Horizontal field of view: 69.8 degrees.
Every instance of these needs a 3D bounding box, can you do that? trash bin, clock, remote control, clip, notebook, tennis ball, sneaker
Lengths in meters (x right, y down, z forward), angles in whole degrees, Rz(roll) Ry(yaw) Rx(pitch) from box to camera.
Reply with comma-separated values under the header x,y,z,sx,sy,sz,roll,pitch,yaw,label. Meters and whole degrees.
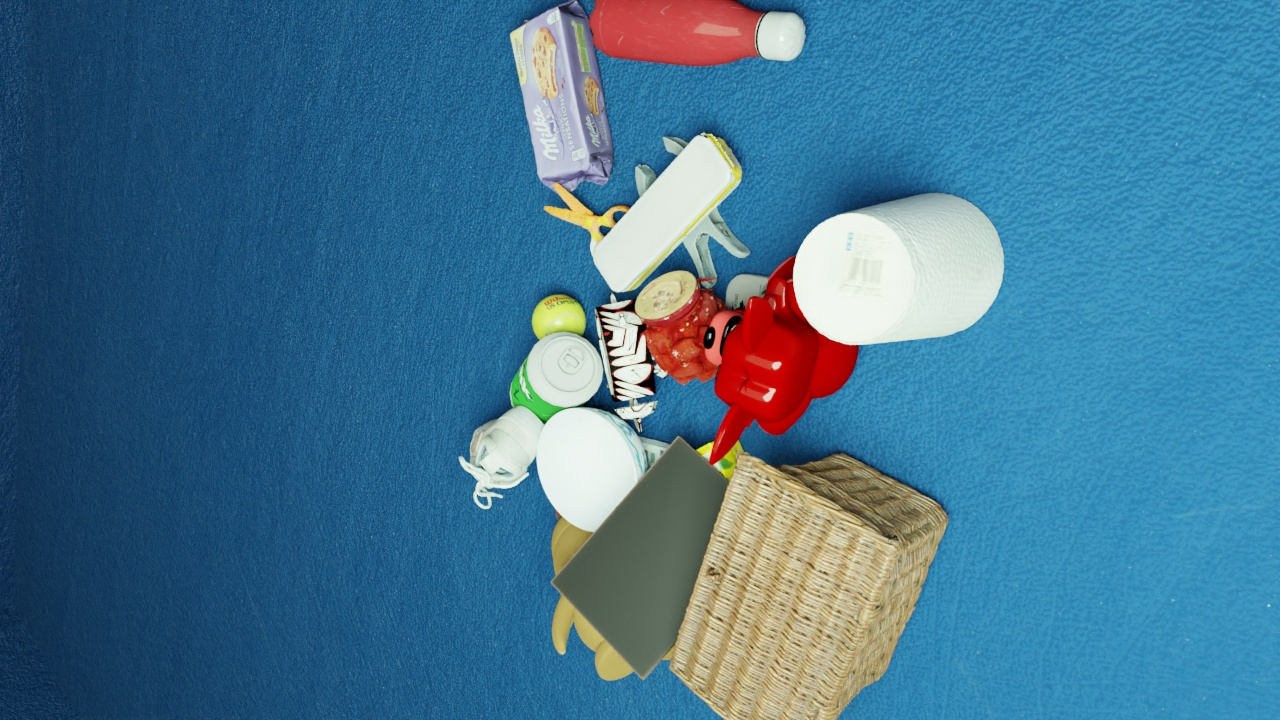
x,y,z,sx,sy,sz,roll,pitch,yaw,label
0.216,-0.075,0.783,0.133,0.161,0.133,9,104,38,trash bin
-0.007,0.006,1.032,0.114,0.065,0.155,-114,14,-67,clock
0.002,0.117,1.090,0.144,0.024,0.049,9,105,40,remote control
0.040,-0.150,1.005,0.128,0.028,0.167,-38,74,40,clip
0.022,0.203,0.957,0.141,0.008,0.209,42,92,20,notebook
0.151,-0.045,0.937,0.151,0.019,0.074,14,107,37,remote control
-0.099,-0.048,1.115,0.065,0.065,0.065,9,104,38,tennis ball
-0.189,0.129,1.156,0.089,0.090,0.243,46,153,-1,sneaker

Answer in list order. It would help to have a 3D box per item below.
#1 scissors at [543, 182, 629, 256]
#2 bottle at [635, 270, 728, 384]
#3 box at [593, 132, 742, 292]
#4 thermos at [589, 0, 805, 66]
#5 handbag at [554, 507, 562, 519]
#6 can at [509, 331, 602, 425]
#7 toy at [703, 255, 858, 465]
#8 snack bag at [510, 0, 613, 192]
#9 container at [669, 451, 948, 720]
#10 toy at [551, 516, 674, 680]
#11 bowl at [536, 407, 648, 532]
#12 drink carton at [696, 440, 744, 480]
x,y,z,sx,sy,sz,roll,pitch,yaw,label
-0.062,-0.154,1.075,0.133,0.012,0.097,19,117,15,scissors
0.050,-0.036,0.960,0.099,0.098,0.111,1,138,40,bottle
0.026,-0.153,0.980,0.210,0.033,0.064,-43,71,38,box
0.057,-0.334,0.924,0.240,0.073,0.073,20,111,35,thermos
-0.093,0.157,1.179,0.055,0.029,0.120,33,123,29,handbag
-0.102,0.026,1.089,0.087,0.087,0.140,66,156,9,can
0.118,-0.005,0.832,0.120,0.196,0.159,26,116,25,toy
-0.085,-0.300,1.060,0.097,0.058,0.205,-4,99,45,snack bag
0.168,0.214,0.865,0.162,0.182,0.250,30,116,33,container
-0.035,0.257,1.077,0.203,0.198,0.163,50,143,45,toy
-0.041,0.117,1.055,0.144,0.074,0.144,10,107,35,bowl
0.105,0.150,0.988,0.043,0.058,0.134,-31,79,35,drink carton
